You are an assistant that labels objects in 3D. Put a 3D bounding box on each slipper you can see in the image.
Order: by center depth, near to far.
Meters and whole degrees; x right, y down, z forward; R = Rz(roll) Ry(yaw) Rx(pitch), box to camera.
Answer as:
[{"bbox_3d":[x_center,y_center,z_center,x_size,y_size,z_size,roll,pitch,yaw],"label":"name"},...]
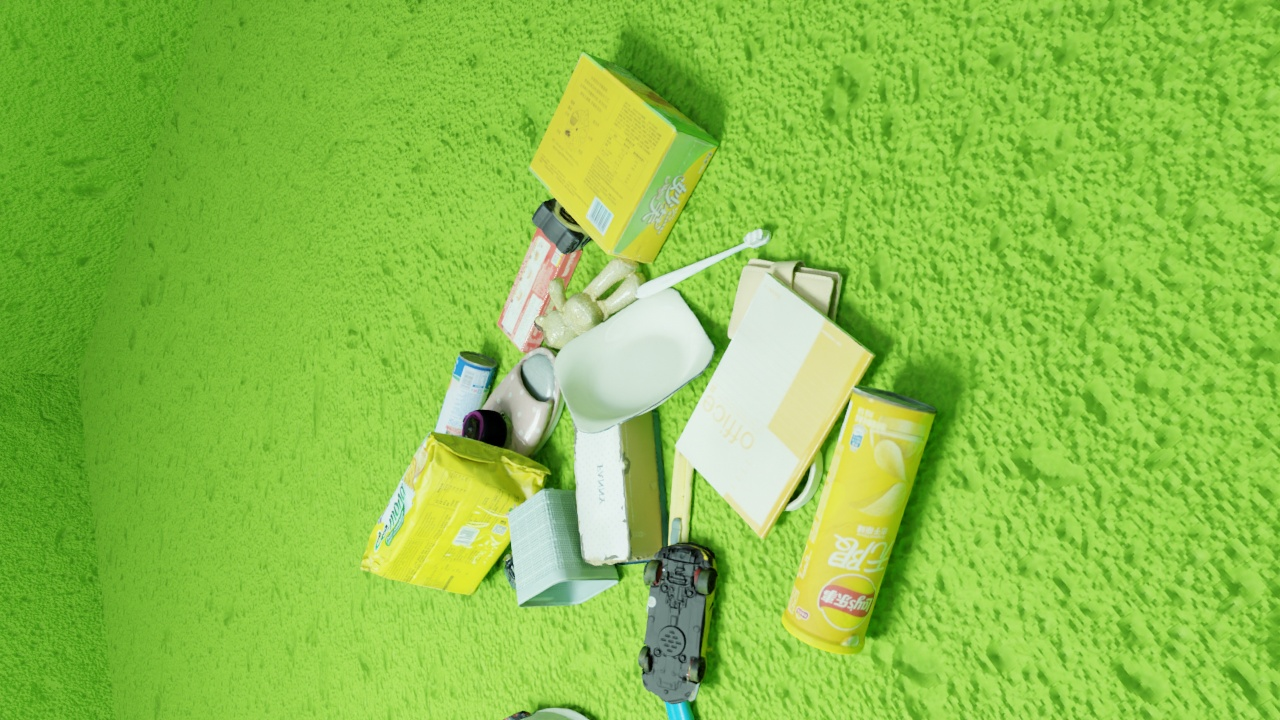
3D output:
[{"bbox_3d":[-0.174,0.100,1.164,0.114,0.054,0.275,51,121,39],"label":"slipper"}]

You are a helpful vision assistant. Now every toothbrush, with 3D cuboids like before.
[{"bbox_3d":[0.059,-0.099,0.954,0.181,0.016,0.016,-22,67,39],"label":"toothbrush"}]

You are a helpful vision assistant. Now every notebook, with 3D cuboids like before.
[{"bbox_3d":[0.118,0.042,0.859,0.146,0.010,0.207,46,119,40],"label":"notebook"}]

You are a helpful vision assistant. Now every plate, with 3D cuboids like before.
[{"bbox_3d":[-0.006,0.006,0.965,0.164,0.034,0.164,-31,39,4],"label":"plate"}]

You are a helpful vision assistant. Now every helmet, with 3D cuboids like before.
[{"bbox_3d":[-0.149,0.514,1.003,0.275,0.156,0.230,-48,53,32],"label":"helmet"}]

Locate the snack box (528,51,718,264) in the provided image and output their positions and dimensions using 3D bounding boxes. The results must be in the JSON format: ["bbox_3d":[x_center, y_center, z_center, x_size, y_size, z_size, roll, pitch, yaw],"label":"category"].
[{"bbox_3d":[-0.026,-0.230,1.037,0.210,0.070,0.158,50,120,39],"label":"snack box"}]

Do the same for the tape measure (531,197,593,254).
[{"bbox_3d":[-0.088,-0.163,1.098,0.066,0.065,0.034,49,127,8],"label":"tape measure"}]

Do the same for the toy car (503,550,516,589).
[{"bbox_3d":[-0.133,0.237,1.114,0.091,0.036,0.043,-58,46,25],"label":"toy car"}]

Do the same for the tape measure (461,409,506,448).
[{"bbox_3d":[-0.192,0.088,1.115,0.057,0.039,0.058,25,101,46],"label":"tape measure"}]

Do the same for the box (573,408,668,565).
[{"bbox_3d":[-0.022,0.141,0.990,0.090,0.062,0.184,-15,75,46],"label":"box"}]

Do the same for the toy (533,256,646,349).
[{"bbox_3d":[-0.057,-0.064,1.062,0.158,0.066,0.105,-36,102,35],"label":"toy"}]

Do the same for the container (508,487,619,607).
[{"bbox_3d":[-0.091,0.210,1.035,0.090,0.090,0.111,-38,55,37],"label":"container"}]

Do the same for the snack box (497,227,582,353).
[{"bbox_3d":[-0.130,-0.091,1.164,0.075,0.025,0.153,44,116,43],"label":"snack box"}]

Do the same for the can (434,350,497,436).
[{"bbox_3d":[-0.239,0.058,1.241,0.053,0.053,0.135,34,109,45],"label":"can"}]

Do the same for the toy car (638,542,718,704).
[{"bbox_3d":[0.037,0.259,0.913,0.071,0.041,0.155,3,84,26],"label":"toy car"}]

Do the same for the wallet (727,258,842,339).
[{"bbox_3d":[0.136,-0.053,0.871,0.115,0.024,0.087,16,95,49],"label":"wallet"}]

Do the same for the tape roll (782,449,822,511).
[{"bbox_3d":[0.132,0.098,0.860,0.086,0.013,0.085,-9,78,47],"label":"tape roll"}]

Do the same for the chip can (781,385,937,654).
[{"bbox_3d":[0.180,0.131,0.761,0.072,0.072,0.213,22,101,47],"label":"chip can"}]

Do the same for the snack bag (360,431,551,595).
[{"bbox_3d":[-0.225,0.195,1.118,0.247,0.158,0.068,-55,28,31],"label":"snack bag"}]

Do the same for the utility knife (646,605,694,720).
[{"bbox_3d":[0.038,0.345,0.923,0.034,0.018,0.218,-37,60,40],"label":"utility knife"}]

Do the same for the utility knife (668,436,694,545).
[{"bbox_3d":[0.042,0.178,0.951,0.031,0.022,0.216,1,90,50],"label":"utility knife"}]
